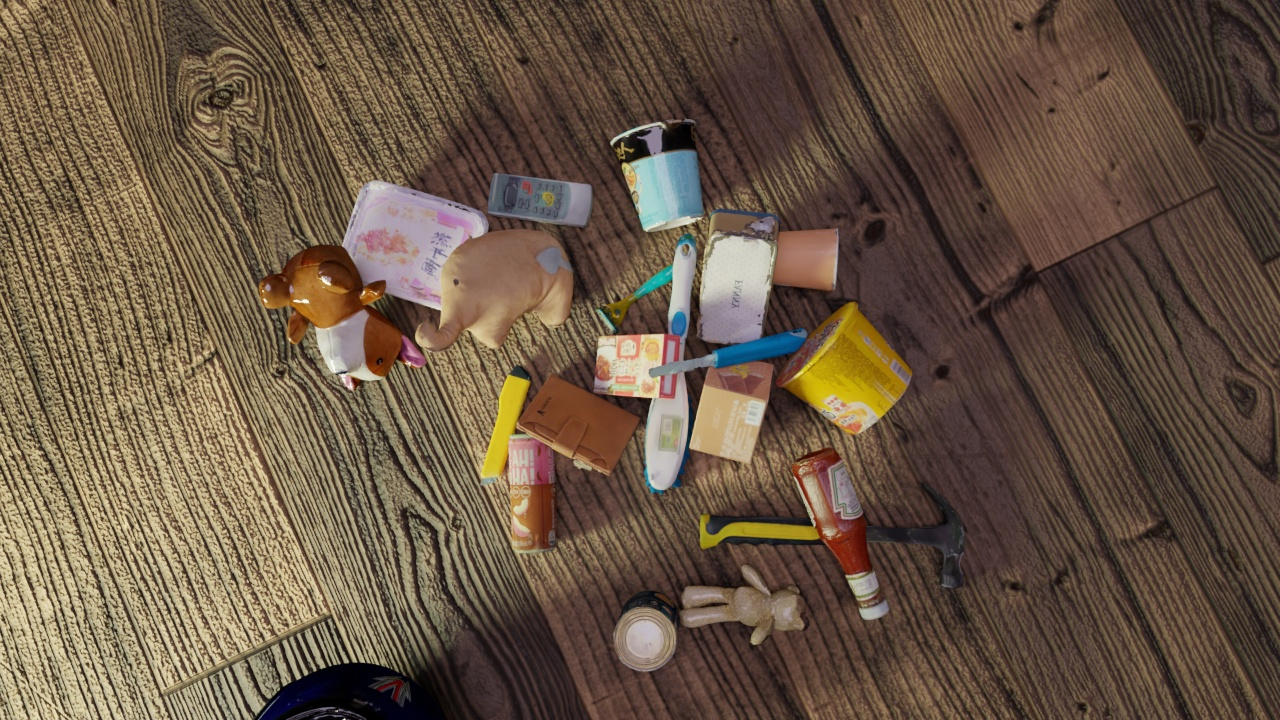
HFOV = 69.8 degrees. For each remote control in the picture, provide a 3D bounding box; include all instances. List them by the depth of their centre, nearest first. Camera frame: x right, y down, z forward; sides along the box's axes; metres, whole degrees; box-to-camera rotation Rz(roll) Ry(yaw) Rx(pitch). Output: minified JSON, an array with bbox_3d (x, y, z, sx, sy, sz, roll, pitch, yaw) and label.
[{"bbox_3d":[-0.130,-0.209,1.199,0.135,0.019,0.056,9,86,5],"label":"remote control"}]

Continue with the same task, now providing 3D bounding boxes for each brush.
[{"bbox_3d":[0.043,0.009,1.129,0.060,0.109,0.314,6,84,5],"label":"brush"}]

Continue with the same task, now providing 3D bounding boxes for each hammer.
[{"bbox_3d":[0.236,0.211,1.138,0.323,0.032,0.126,1,86,5],"label":"hammer"}]

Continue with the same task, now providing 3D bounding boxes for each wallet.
[{"bbox_3d":[-0.076,0.080,1.143,0.132,0.031,0.107,26,44,6],"label":"wallet"}]

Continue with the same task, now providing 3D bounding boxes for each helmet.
[{"bbox_3d":[-0.355,0.506,1.050,0.247,0.241,0.315,30,78,5],"label":"helmet"}]

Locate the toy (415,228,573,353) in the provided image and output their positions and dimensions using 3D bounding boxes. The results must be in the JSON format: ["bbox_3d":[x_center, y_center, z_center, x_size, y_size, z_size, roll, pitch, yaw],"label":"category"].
[{"bbox_3d":[-0.185,-0.086,1.123,0.225,0.083,0.143,-23,94,-30],"label":"toy"}]

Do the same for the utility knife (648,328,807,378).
[{"bbox_3d":[0.105,-0.006,1.086,0.236,0.034,0.018,-12,50,-33],"label":"utility knife"}]

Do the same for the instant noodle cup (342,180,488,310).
[{"bbox_3d":[-0.288,-0.145,1.186,0.173,0.060,0.138,17,87,4],"label":"instant noodle cup"}]

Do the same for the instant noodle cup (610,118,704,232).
[{"bbox_3d":[0.029,-0.228,1.151,0.111,0.111,0.120,-13,91,3],"label":"instant noodle cup"}]

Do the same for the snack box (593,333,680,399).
[{"bbox_3d":[-0.007,0.007,1.117,0.025,0.153,0.075,7,87,-32],"label":"snack box"}]

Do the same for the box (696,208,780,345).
[{"bbox_3d":[0.116,-0.091,1.107,0.090,0.185,0.061,9,45,3],"label":"box"}]

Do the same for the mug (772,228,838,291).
[{"bbox_3d":[0.183,-0.127,1.147,0.123,0.078,0.078,2,86,10],"label":"mug"}]

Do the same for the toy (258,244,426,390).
[{"bbox_3d":[-0.365,-0.043,1.135,0.140,0.200,0.130,-9,45,15],"label":"toy"}]

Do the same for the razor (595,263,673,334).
[{"bbox_3d":[0.006,-0.088,1.176,0.132,0.028,0.043,-36,108,4],"label":"razor"}]

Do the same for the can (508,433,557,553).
[{"bbox_3d":[-0.135,0.165,1.154,0.058,0.058,0.147,-3,86,4],"label":"can"}]

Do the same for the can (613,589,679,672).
[{"bbox_3d":[0.008,0.324,1.106,0.075,0.111,0.075,0,86,4],"label":"can"}]

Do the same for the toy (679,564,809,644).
[{"bbox_3d":[0.125,0.304,1.120,0.157,0.105,0.066,2,131,-4],"label":"toy"}]

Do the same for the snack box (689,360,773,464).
[{"bbox_3d":[0.110,0.055,1.109,0.077,0.094,0.093,14,119,5],"label":"snack box"}]

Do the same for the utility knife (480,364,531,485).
[{"bbox_3d":[-0.176,0.085,1.184,0.033,0.015,0.164,17,88,11],"label":"utility knife"}]

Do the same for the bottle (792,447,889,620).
[{"bbox_3d":[0.243,0.207,1.093,0.060,0.060,0.206,-22,89,2],"label":"bottle"}]

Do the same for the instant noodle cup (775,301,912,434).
[{"bbox_3d":[0.249,0.015,1.105,0.110,0.138,0.138,42,90,-3],"label":"instant noodle cup"}]
